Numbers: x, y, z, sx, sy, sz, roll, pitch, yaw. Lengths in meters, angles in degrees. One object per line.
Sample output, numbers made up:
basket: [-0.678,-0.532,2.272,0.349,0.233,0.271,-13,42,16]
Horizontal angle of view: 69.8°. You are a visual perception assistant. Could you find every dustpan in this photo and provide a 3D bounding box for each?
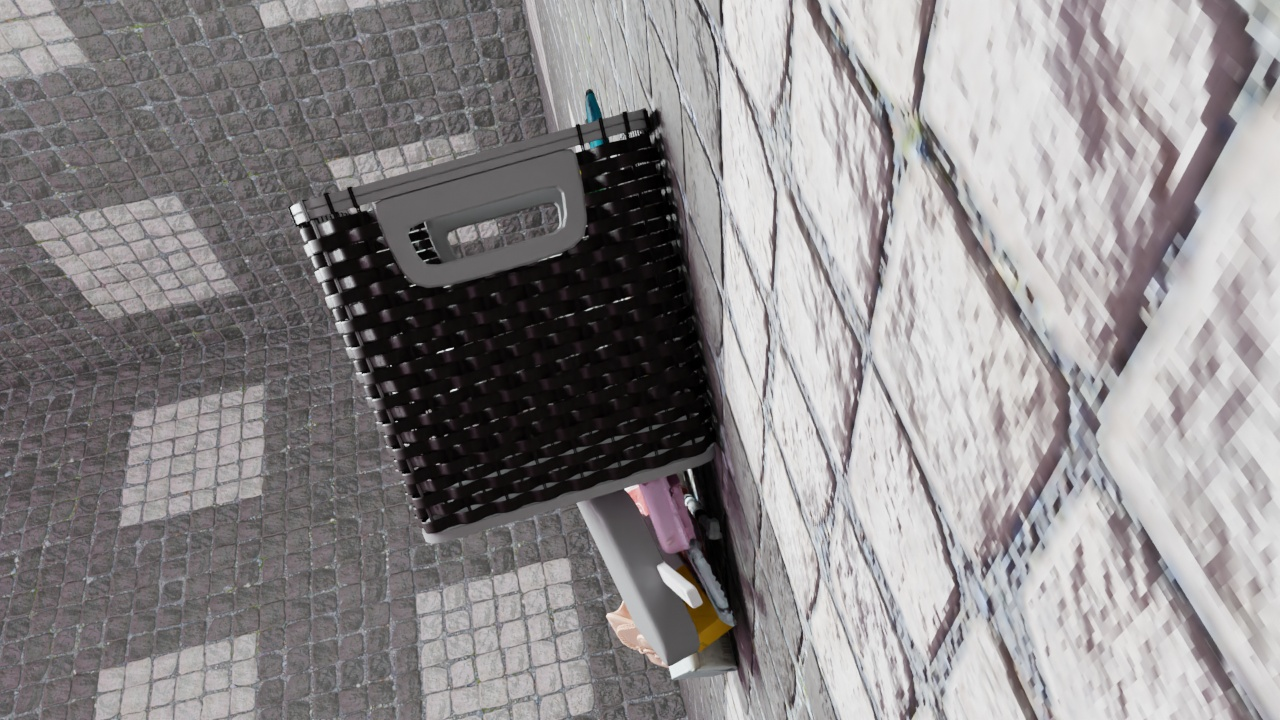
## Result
dustpan: [0.001,0.172,0.749,0.163,0.033,0.258,65,169,-3]

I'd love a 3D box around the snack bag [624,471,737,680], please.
snack bag: [0.035,0.204,0.922,0.077,0.041,0.225,18,-134,-47]

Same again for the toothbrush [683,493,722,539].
toothbrush: [0.056,0.141,0.855,0.187,0.012,0.017,-172,82,-86]

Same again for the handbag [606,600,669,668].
handbag: [0.048,0.246,1.032,0.199,0.117,0.186,75,-148,-61]

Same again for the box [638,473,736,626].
box: [0.027,0.138,0.812,0.201,0.041,0.153,-128,17,-81]

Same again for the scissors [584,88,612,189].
scissors: [-0.044,-0.228,1.019,0.118,0.019,0.148,-114,10,-67]

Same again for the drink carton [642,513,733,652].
drink carton: [0.029,0.202,0.844,0.122,0.040,0.058,53,180,28]

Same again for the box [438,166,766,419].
box: [-0.067,-0.078,1.185,0.167,0.445,0.165,54,167,24]

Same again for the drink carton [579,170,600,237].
drink carton: [-0.055,-0.183,1.156,0.123,0.041,0.058,83,173,-61]

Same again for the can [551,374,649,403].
can: [-0.029,0.028,0.885,0.067,0.121,0.067,165,92,-86]

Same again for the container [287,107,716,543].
container: [-0.090,-0.030,0.721,0.245,0.247,0.243,-127,21,-81]
